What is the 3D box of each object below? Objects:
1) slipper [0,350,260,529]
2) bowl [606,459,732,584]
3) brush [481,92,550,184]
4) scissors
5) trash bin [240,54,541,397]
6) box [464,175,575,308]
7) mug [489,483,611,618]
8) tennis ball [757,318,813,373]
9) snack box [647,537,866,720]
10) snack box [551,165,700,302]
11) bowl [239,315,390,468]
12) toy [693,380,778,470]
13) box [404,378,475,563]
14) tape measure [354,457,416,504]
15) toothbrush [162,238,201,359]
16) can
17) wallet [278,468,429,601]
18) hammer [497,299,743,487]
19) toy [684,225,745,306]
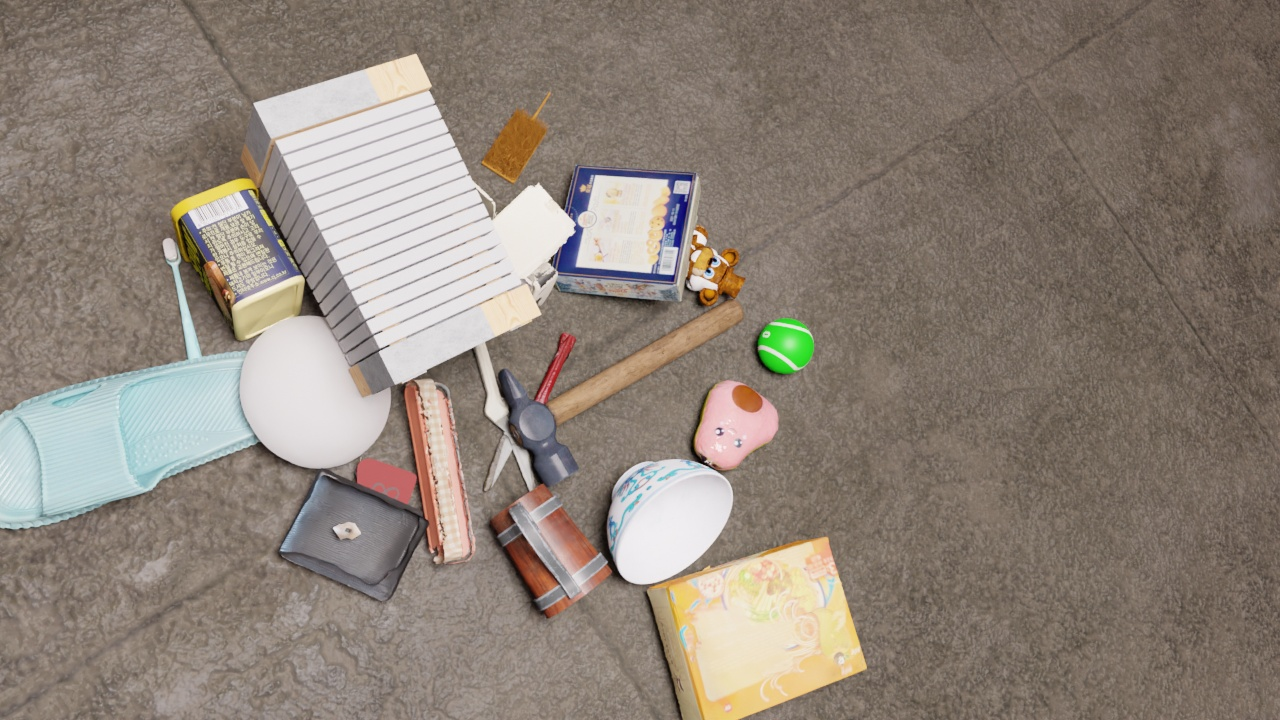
[{"bbox_3d":[-0.448,0.061,0.815,0.275,0.070,0.116,-19,87,-22],"label":"slipper"},{"bbox_3d":[0.017,0.153,0.955,0.143,0.144,0.074,-23,44,-25],"label":"bowl"},{"bbox_3d":[-0.134,-0.265,1.060,0.048,0.017,0.126,31,67,-10],"label":"brush"},{"bbox_3d":[-0.135,0.036,0.977,0.179,0.015,0.198,45,66,-5],"label":"scissors"},{"bbox_3d":[-0.227,-0.112,0.824,0.142,0.143,0.247,-28,97,-27],"label":"trash bin"},{"bbox_3d":[-0.153,-0.116,0.917,0.143,0.181,0.080,42,60,2],"label":"box"},{"bbox_3d":[-0.091,0.185,0.898,0.081,0.117,0.111,-35,85,-7],"label":"mug"},{"bbox_3d":[0.171,-0.017,1.079,0.065,0.065,0.065,6,73,-19],"label":"tennis ball"},{"bbox_3d":[0.119,0.281,0.966,0.195,0.081,0.145,-12,80,-23],"label":"snack box"},{"bbox_3d":[-0.015,-0.143,1.023,0.145,0.043,0.144,6,70,13],"label":"snack box"},{"bbox_3d":[-0.298,0.025,0.872,0.149,0.043,0.149,15,68,-42],"label":"bowl"},{"bbox_3d":[0.104,0.077,1.034,0.090,0.051,0.109,36,67,-7],"label":"toy"},{"bbox_3d":[-0.197,0.109,0.913,0.067,0.057,0.187,1,74,-54],"label":"box"},{"bbox_3d":[-0.256,0.128,0.903,0.059,0.019,0.051,22,72,-14],"label":"tape measure"},{"bbox_3d":[-0.435,-0.032,0.882,0.016,0.017,0.180,-13,82,-21],"label":"toothbrush"},{"bbox_3d":[-0.372,-0.089,0.857,0.075,0.135,0.104,-30,90,-25],"label":"can"},{"bbox_3d":[-0.270,0.164,0.871,0.115,0.026,0.089,28,86,-12],"label":"wallet"},{"bbox_3d":[-0.006,0.006,1.016,0.320,0.040,0.129,-29,90,-29],"label":"hammer"},{"bbox_3d":[0.068,-0.112,1.068,0.112,0.067,0.087,28,76,3],"label":"toy"}]
